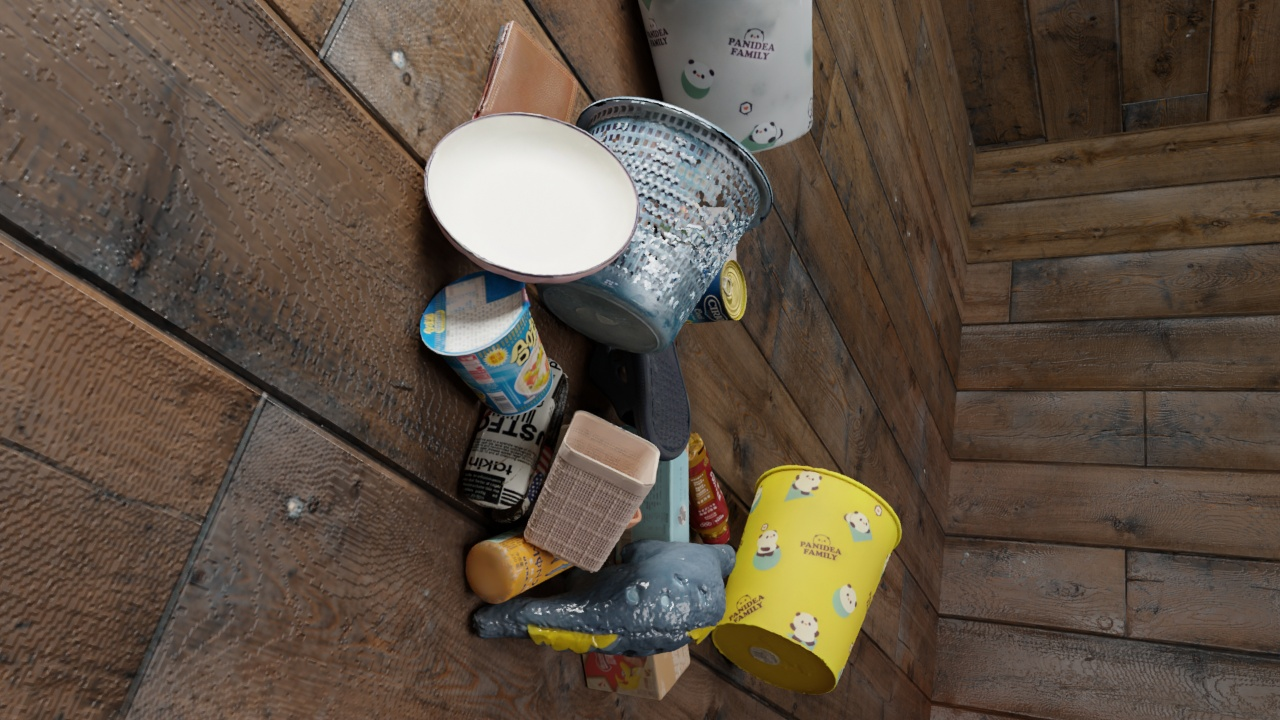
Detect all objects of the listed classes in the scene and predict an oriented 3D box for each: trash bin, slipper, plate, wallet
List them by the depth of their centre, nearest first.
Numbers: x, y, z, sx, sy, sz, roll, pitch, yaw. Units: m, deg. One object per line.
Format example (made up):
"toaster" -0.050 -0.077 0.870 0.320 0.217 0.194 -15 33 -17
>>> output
"plate" -0.098 -0.141 0.825 0.039 0.192 0.191 116 -3 -54
"wallet" -0.113 -0.258 0.907 0.101 0.032 0.124 34 58 -42
"trash bin" -0.003 -0.123 0.951 0.226 0.227 0.194 47 62 -50
"slipper" -0.006 0.006 1.049 0.110 0.083 0.267 43 31 -45
"trash bin" 0.112 -0.405 1.146 0.228 0.230 0.252 -53 139 -48
"trash bin" 0.234 0.323 1.335 0.254 0.230 0.230 -61 139 -34

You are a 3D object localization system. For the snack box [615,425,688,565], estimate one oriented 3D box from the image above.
"snack box" 0.014 0.162 1.081 0.051 0.074 0.175 3 87 -62

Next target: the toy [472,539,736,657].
"toy" 0.009 0.238 0.929 0.355 0.138 0.091 -5 102 -46

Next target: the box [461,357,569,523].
"box" -0.109 0.079 0.883 0.086 0.076 0.162 77 23 -55

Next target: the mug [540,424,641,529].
"mug" -0.042 0.123 0.957 0.105 0.082 0.114 17 41 -58

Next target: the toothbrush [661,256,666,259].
"toothbrush" 0.023 -0.111 1.122 0.016 0.016 0.179 60 19 -14

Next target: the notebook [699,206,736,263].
"notebook" 0.092 -0.142 1.296 0.208 0.012 0.150 -15 103 -60

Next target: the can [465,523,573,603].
"can" -0.102 0.185 0.887 0.145 0.058 0.058 -10 98 -60

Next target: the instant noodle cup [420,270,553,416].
"instant noodle cup" -0.128 -0.008 0.821 0.110 0.099 0.099 67 35 -47

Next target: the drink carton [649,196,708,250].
"drink carton" 0.037 -0.194 1.155 0.122 0.046 0.053 48 47 -41

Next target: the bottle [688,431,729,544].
"bottle" 0.077 0.174 1.212 0.057 0.058 0.175 -59 137 -44

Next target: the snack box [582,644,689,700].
"snack box" -0.008 0.309 1.015 0.076 0.094 0.093 -29 114 -58

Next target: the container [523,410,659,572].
"container" -0.048 0.124 0.853 0.111 0.090 0.089 -63 -176 19

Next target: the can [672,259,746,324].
"can" 0.068 -0.083 1.151 0.075 0.111 0.075 11 77 -60
